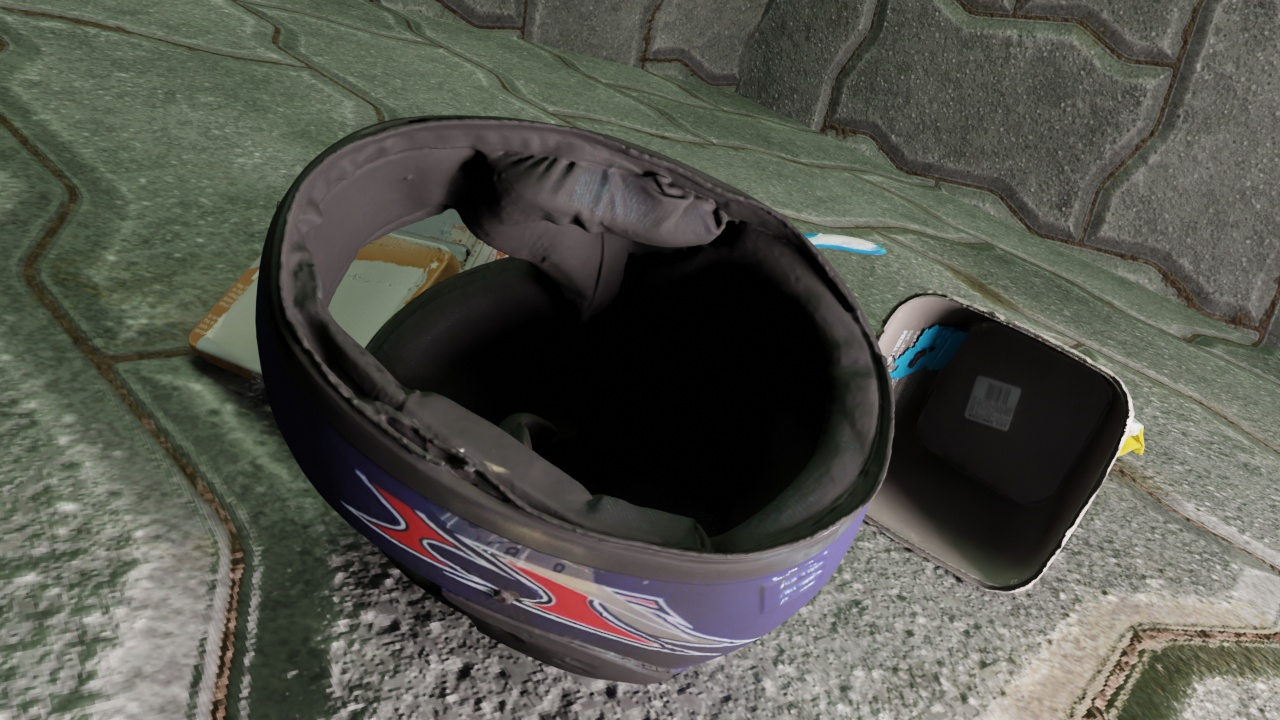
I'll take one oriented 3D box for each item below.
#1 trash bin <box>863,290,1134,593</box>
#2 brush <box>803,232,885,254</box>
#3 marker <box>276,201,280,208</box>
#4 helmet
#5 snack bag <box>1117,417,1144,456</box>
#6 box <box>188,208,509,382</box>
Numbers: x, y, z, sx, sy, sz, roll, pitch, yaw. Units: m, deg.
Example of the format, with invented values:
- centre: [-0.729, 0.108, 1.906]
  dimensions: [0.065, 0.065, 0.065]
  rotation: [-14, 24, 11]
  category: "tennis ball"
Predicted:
- centre: [0.300, 0.054, 0.799]
  dimensions: [0.199, 0.199, 0.219]
  rotation: [31, 19, 25]
  category: "trash bin"
- centre: [0.165, -0.151, 1.237]
  dimensions: [0.314, 0.110, 0.060]
  rotation: [18, 21, -4]
  category: "brush"
- centre: [-0.310, -0.140, 0.952]
  dimensions: [0.130, 0.018, 0.022]
  rotation: [13, 49, -16]
  category: "marker"
- centre: [-0.041, 0.031, 0.485]
  dimensions: [0.315, 0.241, 0.246]
  rotation: [20, 60, -15]
  category: "helmet"
- centre: [0.447, 0.046, 1.077]
  dimensions: [0.246, 0.068, 0.158]
  rotation: [13, 23, -16]
  category: "snack bag"
- centre: [-0.174, -0.030, 0.696]
  dimensions: [0.181, 0.158, 0.217]
  rotation: [16, 62, 33]
  category: "box"
